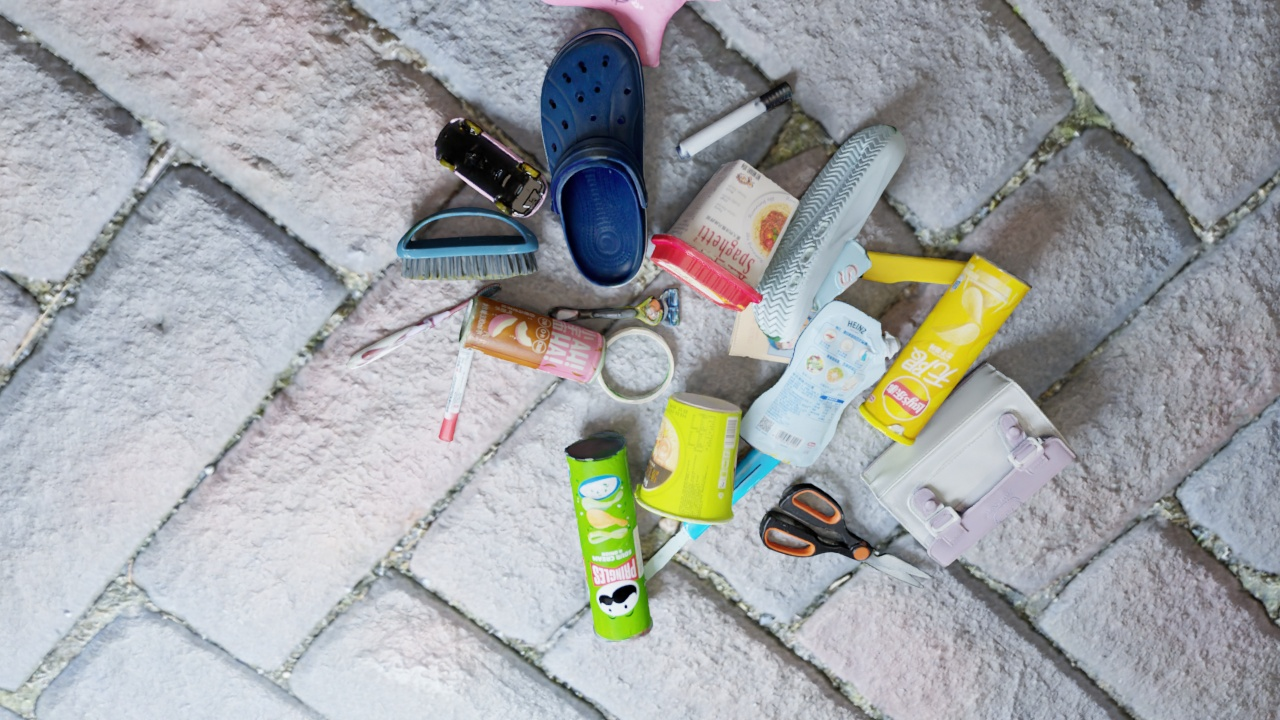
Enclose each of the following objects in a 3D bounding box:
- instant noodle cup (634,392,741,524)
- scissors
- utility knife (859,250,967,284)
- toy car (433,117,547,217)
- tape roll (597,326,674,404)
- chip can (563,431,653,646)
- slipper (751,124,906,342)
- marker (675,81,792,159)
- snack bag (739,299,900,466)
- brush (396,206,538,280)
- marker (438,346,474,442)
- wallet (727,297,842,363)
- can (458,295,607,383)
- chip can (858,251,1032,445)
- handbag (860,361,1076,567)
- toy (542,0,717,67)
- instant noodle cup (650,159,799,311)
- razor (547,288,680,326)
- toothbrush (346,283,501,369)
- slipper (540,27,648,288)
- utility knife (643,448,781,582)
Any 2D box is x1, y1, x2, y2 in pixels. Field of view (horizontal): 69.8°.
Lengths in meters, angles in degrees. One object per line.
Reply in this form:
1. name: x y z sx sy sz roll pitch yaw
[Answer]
1. instant noodle cup: 0.059 0.102 1.001 0.111 0.111 0.123 10 98 -8
2. scissors: 0.242 0.230 1.099 0.153 0.021 0.234 -35 111 14
3. utility knife: 0.301 -0.098 0.998 0.156 0.015 0.033 5 113 -7
4. toy car: -0.149 -0.193 0.921 0.122 0.037 0.056 37 99 -2
5. tape roll: -0.006 0.006 1.007 0.086 0.014 0.086 -1 108 -4
6. chip can: -0.035 0.201 1.038 0.072 0.072 0.236 -8 108 -2
7. slipper: 0.197 -0.126 0.937 0.074 0.104 0.245 31 93 -26
8. marker: 0.096 -0.242 0.933 0.131 0.018 0.022 -30 117 5
9. snack bag: 0.195 0.028 1.003 0.110 0.038 0.191 27 112 -12
10. brush: -0.176 -0.119 0.931 0.144 0.055 0.073 -4 108 -3
11. marker: -0.196 0.020 0.995 0.017 0.017 0.145 14 106 -9
12. wallet: 0.159 -0.039 1.002 0.115 0.024 0.087 9 112 -7
13. can: -0.112 -0.021 0.958 0.147 0.058 0.058 17 106 -17
14. chip can: 0.326 -0.011 0.991 0.072 0.072 0.214 28 107 -13
15. handbag: 0.372 0.123 1.037 0.197 0.098 0.145 -44 111 10
16. toy: -0.017 -0.367 0.855 0.179 0.074 0.195 -17 121 17
17. instant noodle cup: 0.088 -0.128 0.926 0.116 0.116 0.124 32 91 -13
18. razor: -0.028 -0.052 0.983 0.142 0.022 0.043 -3 106 -3
19. toothbrush: -0.230 -0.035 0.974 0.187 0.017 0.016 -27 111 4
20. slipper: -0.046 -0.188 0.894 0.105 0.095 0.253 -1 113 6
21. utility knife: 0.076 0.181 1.069 0.034 0.018 0.225 40 102 -16
